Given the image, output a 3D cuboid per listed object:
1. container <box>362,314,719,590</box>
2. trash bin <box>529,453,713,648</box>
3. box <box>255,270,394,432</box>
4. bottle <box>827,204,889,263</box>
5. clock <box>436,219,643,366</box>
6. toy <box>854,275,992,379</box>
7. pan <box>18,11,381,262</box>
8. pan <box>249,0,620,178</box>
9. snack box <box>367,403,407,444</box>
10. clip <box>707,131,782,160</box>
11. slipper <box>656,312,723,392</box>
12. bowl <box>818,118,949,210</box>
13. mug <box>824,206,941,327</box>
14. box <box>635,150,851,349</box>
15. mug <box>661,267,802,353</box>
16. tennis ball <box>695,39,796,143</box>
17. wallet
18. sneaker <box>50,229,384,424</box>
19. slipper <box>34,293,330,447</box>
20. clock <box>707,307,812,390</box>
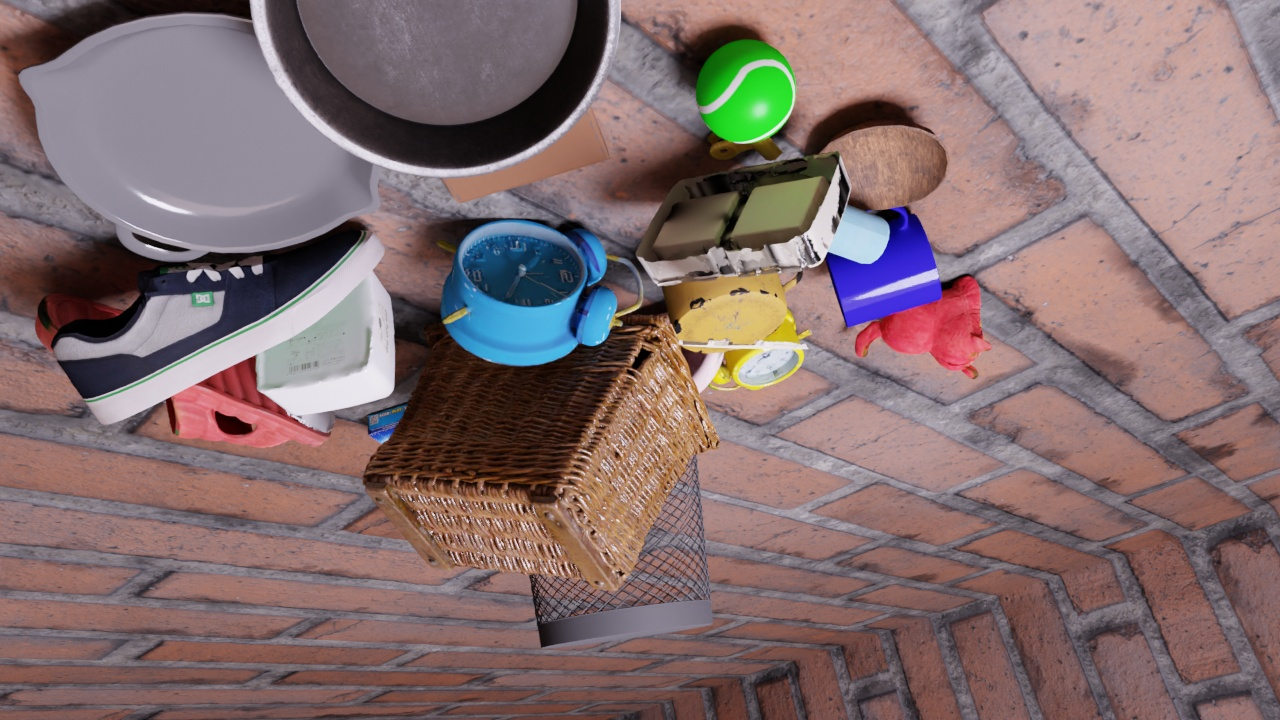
[{"bbox_3d":[-0.091,0.079,0.774,0.250,0.182,0.162,-1,135,28],"label":"container"},{"bbox_3d":[-0.029,0.191,1.025,0.218,0.227,0.218,-7,162,-3],"label":"trash bin"},{"bbox_3d":[-0.256,0.004,0.769,0.121,0.108,0.136,-12,151,3],"label":"box"},{"bbox_3d":[0.134,-0.115,0.736,0.130,0.040,0.040,17,144,-14],"label":"bottle"},{"bbox_3d":[-0.078,-0.057,0.720,0.161,0.116,0.060,-3,139,-16],"label":"clock"},{"bbox_3d":[0.285,-0.023,0.928,0.133,0.094,0.088,-15,152,10],"label":"toy"},{"bbox_3d":[-0.222,-0.174,0.545,0.216,0.024,0.356,17,136,-42],"label":"pan"},{"bbox_3d":[-0.125,-0.235,0.423,0.187,0.055,0.357,-18,136,3],"label":"pan"},{"bbox_3d":[-0.205,0.064,0.980,0.150,0.027,0.082,-18,151,12],"label":"snack box"},{"bbox_3d":[0.074,-0.167,0.672,0.049,0.044,0.054,21,176,40],"label":"clip"},{"bbox_3d":[-0.005,0.005,0.878,0.222,0.106,0.055,-25,133,37],"label":"slipper"},{"bbox_3d":[0.185,-0.157,0.712,0.102,0.026,0.114,-4,157,16],"label":"bowl"},{"bbox_3d":[0.207,-0.091,0.803,0.084,0.079,0.111,-17,127,11],"label":"mug"},{"bbox_3d":[0.066,-0.056,0.651,0.144,0.186,0.070,-2,136,37],"label":"box"},{"bbox_3d":[0.077,-0.070,0.766,0.124,0.094,0.100,-15,152,6],"label":"mug"},{"bbox_3d":[0.069,-0.176,0.601,0.065,0.065,0.065,-9,152,-5],"label":"tennis ball"},{"bbox_3d":[-0.088,-0.151,0.644,0.121,0.013,0.087,-15,151,7],"label":"wallet"},{"bbox_3d":[-0.302,-0.047,0.662,0.235,0.084,0.079,-30,118,-10],"label":"sneaker"},{"bbox_3d":[-0.377,0.023,0.763,0.248,0.103,0.059,31,103,-41],"label":"slipper"},{"bbox_3d":[0.113,-0.007,0.930,0.083,0.057,0.119,11,138,-36],"label":"clock"}]
